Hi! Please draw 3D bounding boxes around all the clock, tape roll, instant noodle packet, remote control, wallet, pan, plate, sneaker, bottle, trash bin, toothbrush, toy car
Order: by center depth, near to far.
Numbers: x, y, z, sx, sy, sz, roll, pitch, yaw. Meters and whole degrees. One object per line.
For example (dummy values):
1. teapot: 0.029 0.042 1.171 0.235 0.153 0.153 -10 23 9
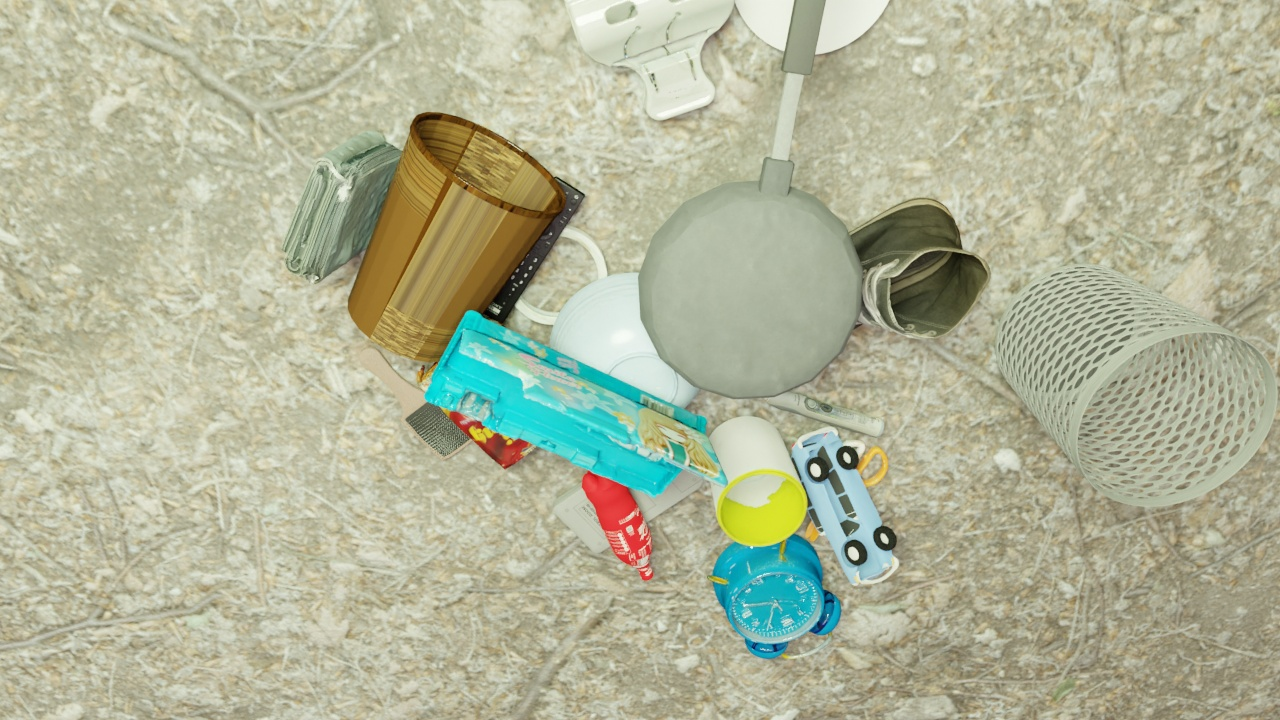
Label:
1. pan: 0.099 -0.130 0.677 0.178 0.041 0.358 8 111 -3
2. plate: 0.136 -0.312 0.721 0.134 0.011 0.135 -1 116 -3
3. wallet: -0.234 -0.124 0.724 0.054 0.131 0.100 22 111 -9
4. sneaker: 0.180 -0.044 0.794 0.235 0.119 0.095 -27 114 12
5. remote control: -0.098 -0.094 0.797 0.030 0.009 0.140 30 110 -16
6. trash bin: 0.412 0.010 0.797 0.156 0.183 0.157 -1 115 -3
7. tape roll: -0.076 -0.076 0.821 0.093 0.013 0.093 -2 115 -3
8. instant noodle packet: -0.134 0.030 0.856 0.098 0.039 0.135 -39 111 7
9. toothbrush: 0.149 0.041 0.886 0.185 0.022 0.024 18 153 -12
10. toy car: 0.193 0.142 0.886 0.056 0.153 0.055 -15 166 -35
11. bottle: -0.017 0.160 0.900 0.042 0.041 0.141 -20 115 6
12. remote control: -0.009 0.130 0.921 0.151 0.019 0.074 -35 113 14
13. clock: 0.146 0.253 0.967 0.117 0.060 0.161 -31 115 11

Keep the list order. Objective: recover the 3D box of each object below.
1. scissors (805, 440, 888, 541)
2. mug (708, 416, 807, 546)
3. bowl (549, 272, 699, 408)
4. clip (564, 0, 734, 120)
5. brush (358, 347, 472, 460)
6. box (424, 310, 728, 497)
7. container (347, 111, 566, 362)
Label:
1. scissors: 0.200 0.136 0.940 0.065 0.013 0.129 26 110 -14
2. mug: 0.107 0.112 0.871 0.082 0.106 0.083 -1 115 -3
3. bowl: -0.005 0.005 0.822 0.150 0.074 0.151 -4 122 -6
4. clip: 0.013 -0.258 0.704 0.126 0.104 0.152 -16 105 7
5. brush: -0.215 0.040 0.868 0.050 0.015 0.135 -36 112 12
6. box: -0.048 0.035 0.742 0.227 0.172 0.084 25 71 -15
7. container: -0.160 -0.094 0.751 0.132 0.132 0.168 28 117 -16
